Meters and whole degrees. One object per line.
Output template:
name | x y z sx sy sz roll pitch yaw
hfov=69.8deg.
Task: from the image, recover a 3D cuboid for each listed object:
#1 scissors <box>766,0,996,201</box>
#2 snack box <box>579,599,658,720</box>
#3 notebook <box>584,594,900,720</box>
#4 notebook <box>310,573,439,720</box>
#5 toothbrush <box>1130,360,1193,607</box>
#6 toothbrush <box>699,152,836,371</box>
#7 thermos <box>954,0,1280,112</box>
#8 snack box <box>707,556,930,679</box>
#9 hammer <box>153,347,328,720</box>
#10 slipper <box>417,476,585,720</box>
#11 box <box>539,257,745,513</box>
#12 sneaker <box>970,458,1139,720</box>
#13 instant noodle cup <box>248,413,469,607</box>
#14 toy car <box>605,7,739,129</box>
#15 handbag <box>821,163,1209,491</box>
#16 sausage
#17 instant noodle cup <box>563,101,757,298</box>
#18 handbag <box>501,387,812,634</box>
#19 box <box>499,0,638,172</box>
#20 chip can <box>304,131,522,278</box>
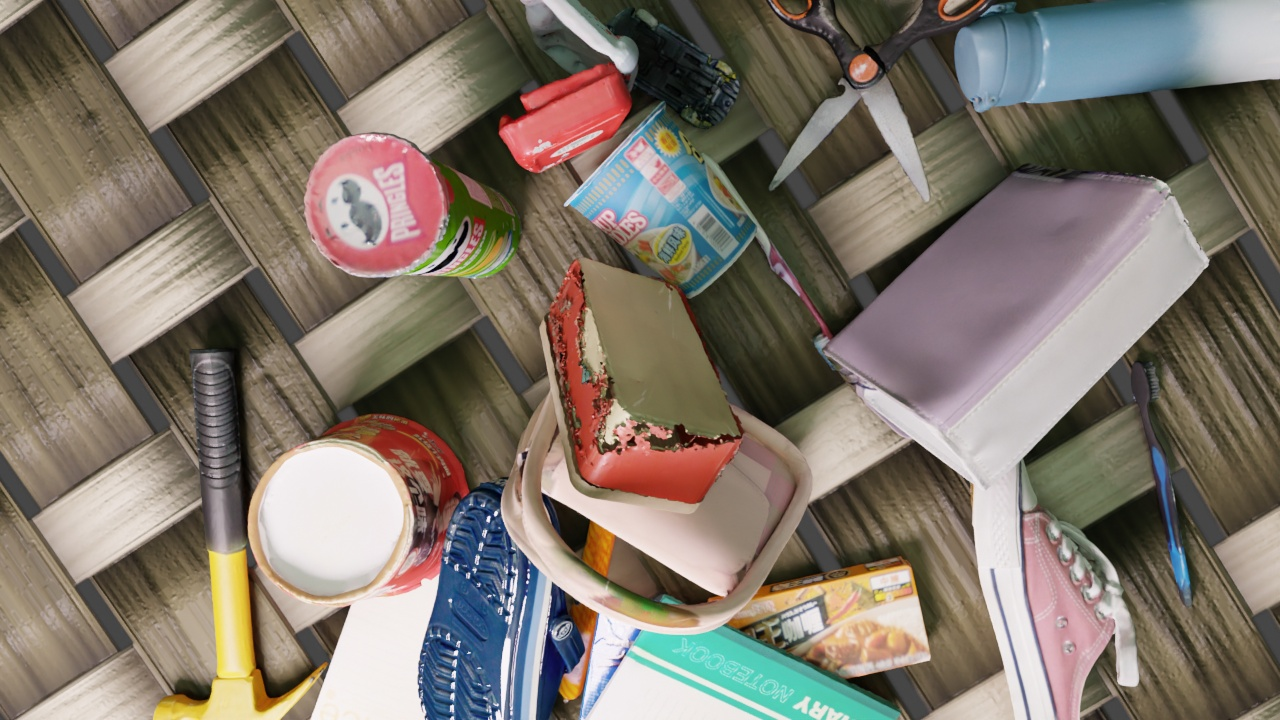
scissors | 0.152 -0.218 0.622 0.234 0.021 0.221 -45 75 17
snack box | 0.000 0.252 0.681 0.084 0.026 0.157 11 104 4
notebook | 0.067 0.273 0.667 0.209 0.012 0.150 29 99 -14
notebook | -0.171 0.256 0.708 0.146 0.010 0.206 21 95 0
toothbrush | 0.386 0.091 0.673 0.016 0.014 0.189 -16 95 -21
toothbrush | 0.096 -0.072 0.670 0.017 0.016 0.187 -34 93 14
thermos | 0.330 -0.215 0.624 0.220 0.070 0.070 -5 94 2
snack box | 0.132 0.200 0.684 0.154 0.026 0.075 -14 94 3
hammer | -0.311 0.140 0.693 0.129 0.033 0.301 -2 95 2
slipper | -0.092 0.195 0.653 0.105 0.095 0.253 24 116 41
box | -0.003 0.003 0.560 0.091 0.168 0.078 14 123 -24
sneaker | 0.286 0.159 0.637 0.088 0.118 0.241 -12 100 20
instant noodle cup | -0.196 0.106 0.641 0.138 0.108 0.138 0 87 1
toy car | 0.020 -0.207 0.652 0.105 0.031 0.049 33 94 -2
handbag | 0.236 -0.030 0.604 0.197 0.145 0.098 -45 122 3
sausage | -0.040 0.181 0.691 0.021 0.021 0.165 12 95 1
instant noodle cup | 0.020 -0.105 0.634 0.110 0.099 0.099 44 95 -9
handbag | 0.003 0.090 0.575 0.193 0.233 0.093 29 112 2
box | -0.054 -0.181 0.570 0.095 0.201 0.100 -26 100 1
chip can | -0.125 -0.086 0.565 0.072 0.236 0.072 0 95 2
